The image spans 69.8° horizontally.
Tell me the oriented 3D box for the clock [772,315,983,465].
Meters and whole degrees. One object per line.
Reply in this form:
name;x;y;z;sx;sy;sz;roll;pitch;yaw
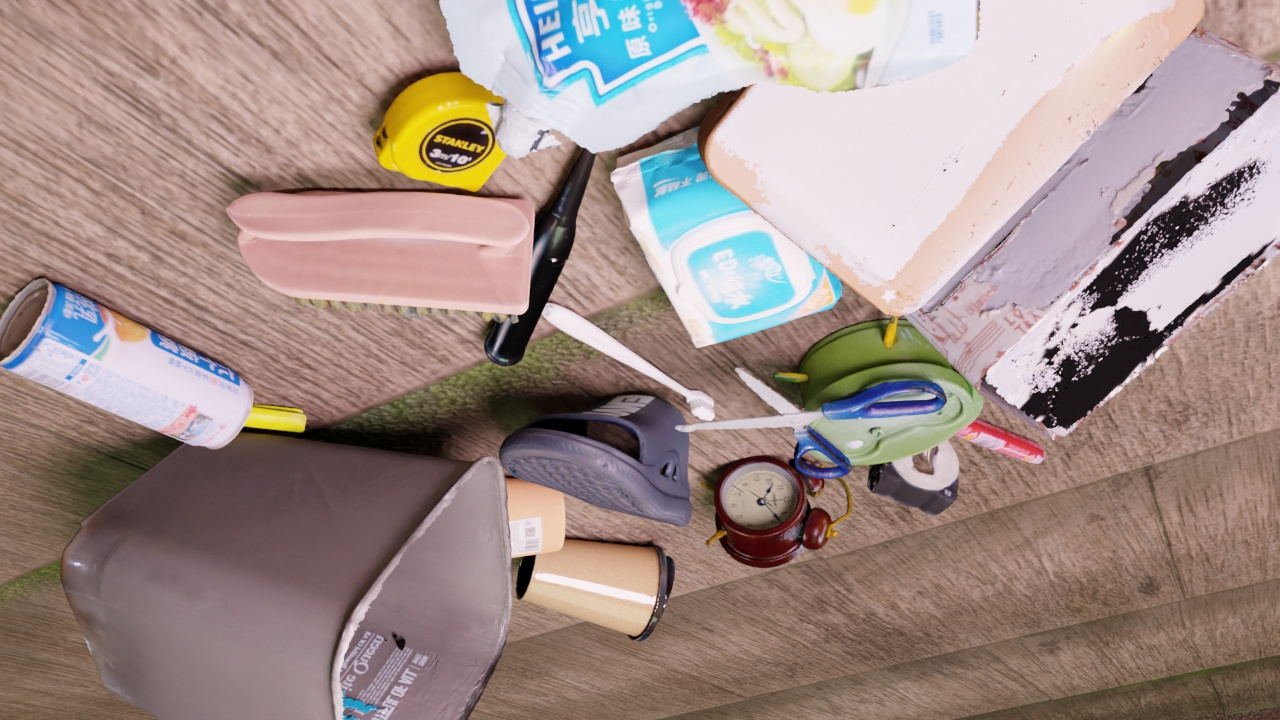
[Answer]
clock;0.176;0.029;0.649;0.116;0.056;0.161;-27;141;30

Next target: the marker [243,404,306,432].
marker;-0.293;0.034;0.625;0.124;0.015;0.018;9;143;-16

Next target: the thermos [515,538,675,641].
thermos;-0.041;0.210;0.871;0.143;0.092;0.093;16;142;-16

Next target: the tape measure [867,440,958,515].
tape measure;0.216;0.083;0.728;0.066;0.065;0.034;19;142;-4

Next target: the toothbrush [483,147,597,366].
toothbrush;-0.048;-0.063;0.502;0.026;0.027;0.213;-11;153;-31

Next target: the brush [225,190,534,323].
brush;-0.128;-0.058;0.462;0.145;0.063;0.073;4;159;-5

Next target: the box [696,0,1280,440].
box;0.173;-0.083;0.404;0.272;0.106;0.178;29;112;-34

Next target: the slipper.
slipper;-0.018;0.066;0.666;0.111;0.083;0.268;11;167;16

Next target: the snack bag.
snack bag;0.017;-0.140;0.330;0.191;0.038;0.110;-9;115;14

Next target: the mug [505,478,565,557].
mug;-0.126;0.129;0.743;0.122;0.078;0.078;-1;147;-16

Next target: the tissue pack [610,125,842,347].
tissue pack;0.050;-0.065;0.481;0.090;0.063;0.140;-17;145;14

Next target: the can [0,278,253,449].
can;-0.302;0.006;0.545;0.053;0.053;0.134;-23;143;24

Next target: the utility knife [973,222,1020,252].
utility knife;0.227;-0.070;0.544;0.154;0.015;0.033;18;143;-31

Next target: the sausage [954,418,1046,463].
sausage;0.285;0.062;0.750;0.155;0.020;0.020;19;139;-33

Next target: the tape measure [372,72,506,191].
tape measure;-0.089;-0.108;0.425;0.060;0.029;0.057;3;146;-45

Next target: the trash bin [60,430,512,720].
trash bin;-0.223;0.159;0.608;0.220;0.198;0.199;11;122;15

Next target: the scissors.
scissors;0.112;0.040;0.594;0.176;0.012;0.162;-11;146;9

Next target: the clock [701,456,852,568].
clock;0.113;0.122;0.760;0.122;0.081;0.055;-8;141;8

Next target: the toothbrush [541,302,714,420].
toothbrush;-0.004;0.004;0.620;0.016;0.016;0.180;-32;139;25
